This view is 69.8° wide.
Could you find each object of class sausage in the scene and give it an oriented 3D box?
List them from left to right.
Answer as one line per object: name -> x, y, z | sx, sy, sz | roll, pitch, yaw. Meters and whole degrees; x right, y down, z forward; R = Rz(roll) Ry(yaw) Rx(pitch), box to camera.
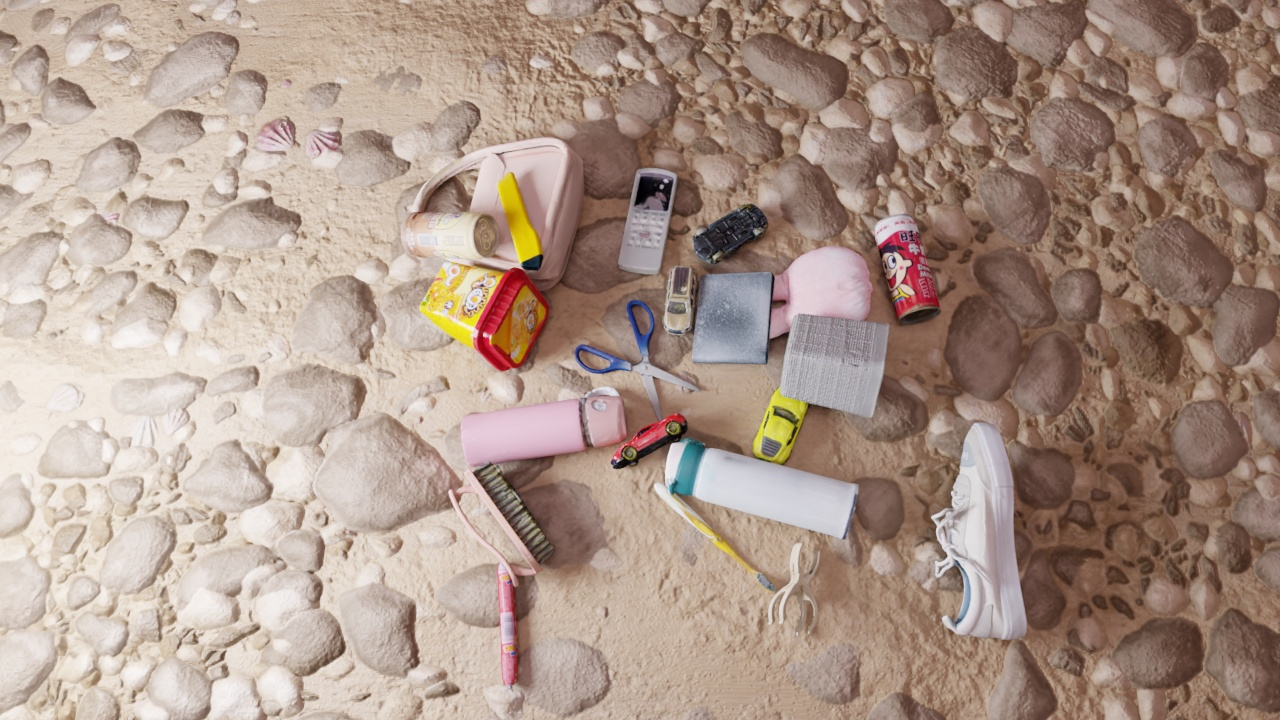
sausage -> -0.156, 0.308, 1.079 | 0.020, 0.020, 0.155 | -7, 71, 2

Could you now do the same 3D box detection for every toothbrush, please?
toothbrush -> 0.088, 0.210, 1.091 | 0.191, 0.018, 0.016 | 41, 78, 15

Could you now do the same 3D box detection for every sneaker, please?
sneaker -> 0.375, 0.192, 1.043 | 0.091, 0.089, 0.242 | -3, 78, 8

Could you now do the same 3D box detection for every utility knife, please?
utility knife -> -0.150, -0.174, 1.148 | 0.033, 0.015, 0.153 | -21, 64, 5

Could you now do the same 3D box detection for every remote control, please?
remote control -> 0.011, -0.187, 1.225 | 0.058, 0.021, 0.149 | 8, 74, 7

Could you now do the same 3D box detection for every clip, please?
clip -> 0.169, 0.260, 1.050 | 0.084, 0.035, 0.104 | 7, 71, -18

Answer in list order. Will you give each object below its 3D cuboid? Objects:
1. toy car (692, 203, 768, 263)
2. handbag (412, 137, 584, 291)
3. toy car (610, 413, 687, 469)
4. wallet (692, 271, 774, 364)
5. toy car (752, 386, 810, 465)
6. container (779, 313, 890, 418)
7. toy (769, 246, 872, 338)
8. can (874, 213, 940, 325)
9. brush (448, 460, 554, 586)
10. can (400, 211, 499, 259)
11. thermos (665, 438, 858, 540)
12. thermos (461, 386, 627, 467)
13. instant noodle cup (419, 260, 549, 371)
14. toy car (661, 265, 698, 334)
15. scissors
toy car -> 0.117, -0.165, 1.203 | 0.105, 0.031, 0.049 | -30, 72, -7
handbag -> -0.199, -0.200, 1.224 | 0.234, 0.093, 0.193 | 7, 73, 15
toy car -> 0.009, 0.099, 1.118 | 0.106, 0.049, 0.031 | -31, 72, -5
wallet -> 0.118, -0.053, 1.157 | 0.097, 0.019, 0.120 | 1, 75, 22
toy car -> 0.173, 0.076, 1.121 | 0.048, 0.032, 0.105 | 21, 73, 11
container -> 0.231, 0.002, 1.100 | 0.114, 0.090, 0.090 | 10, 45, 11
toy -> 0.211, -0.082, 1.158 | 0.160, 0.054, 0.121 | -10, 71, 14
can -> 0.336, -0.116, 1.158 | 0.053, 0.053, 0.132 | -10, 72, 1
brush -> -0.165, 0.195, 1.094 | 0.073, 0.063, 0.145 | -35, 75, -14
can -> -0.240, -0.157, 1.153 | 0.116, 0.058, 0.058 | 5, 71, 27
thermos -> 0.139, 0.147, 1.084 | 0.224, 0.073, 0.073 | 14, 74, 9
thermos -> -0.116, 0.077, 1.131 | 0.198, 0.067, 0.087 | -10, 44, 2
instant noodle cup -> -0.200, -0.063, 1.161 | 0.124, 0.116, 0.116 | 20, 75, 23
toy car -> 0.051, -0.078, 1.180 | 0.042, 0.035, 0.090 | 5, 75, 7
scissors -> -0.004, 0.000, 1.171 | 0.162, 0.012, 0.175 | 0, 73, 4
